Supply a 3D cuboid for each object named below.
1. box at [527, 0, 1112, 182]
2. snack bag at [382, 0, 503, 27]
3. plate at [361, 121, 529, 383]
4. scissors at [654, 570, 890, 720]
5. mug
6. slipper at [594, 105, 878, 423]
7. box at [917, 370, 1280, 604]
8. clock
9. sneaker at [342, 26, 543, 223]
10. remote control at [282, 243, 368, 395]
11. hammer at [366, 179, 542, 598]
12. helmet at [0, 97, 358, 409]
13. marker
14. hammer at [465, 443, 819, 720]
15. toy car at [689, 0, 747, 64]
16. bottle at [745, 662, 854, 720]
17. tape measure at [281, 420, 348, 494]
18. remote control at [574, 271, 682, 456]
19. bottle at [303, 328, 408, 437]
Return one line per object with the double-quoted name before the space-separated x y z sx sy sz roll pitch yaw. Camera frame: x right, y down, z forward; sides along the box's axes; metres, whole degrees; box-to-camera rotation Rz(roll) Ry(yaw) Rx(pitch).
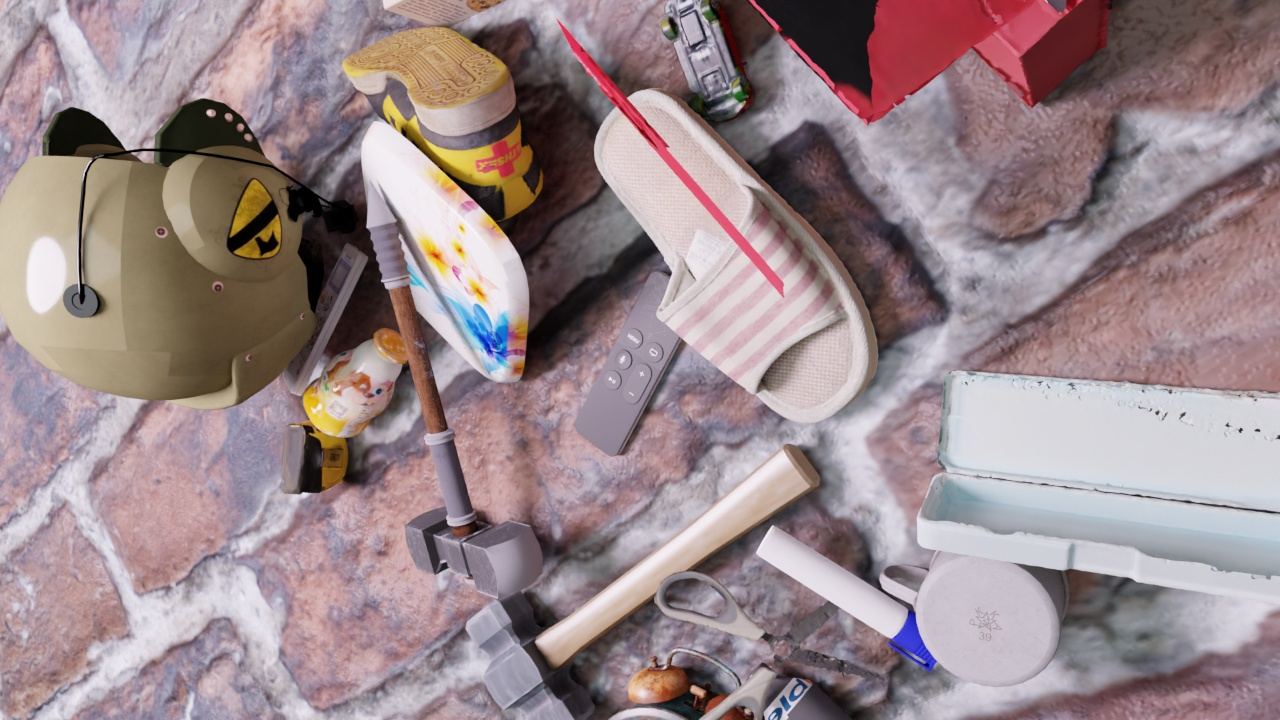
"box" 0.098 -0.216 0.415 0.211 0.376 0.124 52 132 13
"snack bag" -0.099 -0.335 0.676 0.207 0.069 0.094 -12 90 29
"plate" -0.155 -0.074 0.705 0.187 0.016 0.187 43 150 18
"scissors" 0.080 0.204 0.627 0.170 0.012 0.157 23 84 15
"mug" 0.202 0.148 0.568 0.113 0.070 0.084 2 97 27
"slipper" 0.054 -0.070 0.624 0.115 0.052 0.263 -41 82 30
"box" 0.267 0.067 0.523 0.198 0.078 0.122 4 78 27
"clock" 0.029 0.290 0.676 0.121 0.073 0.158 19 103 26
"sneaker" -0.151 -0.180 0.718 0.238 0.086 0.122 40 155 48
"remote control" -0.280 -0.038 0.810 0.050 0.011 0.136 32 96 55
"hammer" -0.166 0.023 0.713 0.156 0.042 0.322 1 108 48
"helmet" -0.366 -0.078 0.733 0.251 0.255 0.233 7 95 30
"marker" 0.139 0.157 0.611 0.133 0.023 0.027 31 87 9
"hammer" 0.001 0.169 0.695 0.324 0.051 0.117 -41 76 23
"toy car" 0.047 -0.209 0.629 0.042 0.036 0.091 -14 100 36
"bottle" 0.121 0.256 0.637 0.112 0.046 0.047 41 113 19
"tape measure" -0.293 0.087 0.834 0.037 0.064 0.065 3 88 21
"remote control" -0.004 0.004 0.698 0.045 0.008 0.147 35 111 21
"bottle" -0.244 0.019 0.800 0.109 0.063 0.063 -41 76 25
